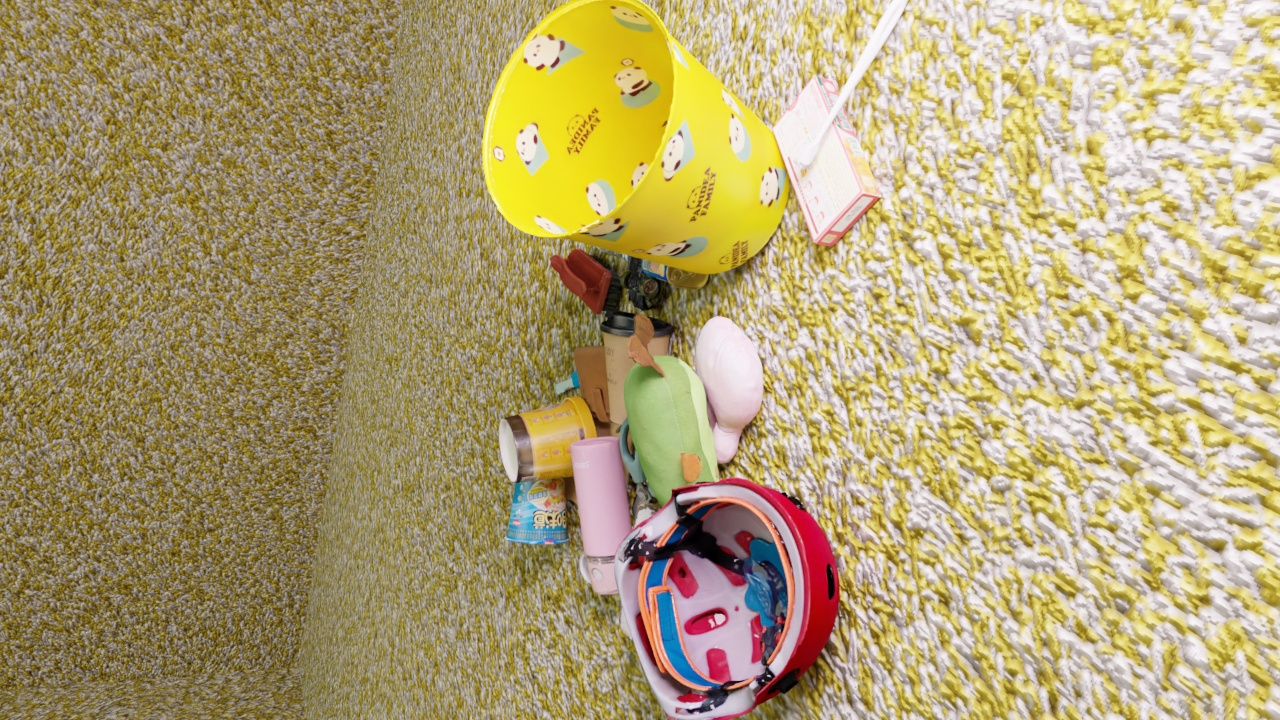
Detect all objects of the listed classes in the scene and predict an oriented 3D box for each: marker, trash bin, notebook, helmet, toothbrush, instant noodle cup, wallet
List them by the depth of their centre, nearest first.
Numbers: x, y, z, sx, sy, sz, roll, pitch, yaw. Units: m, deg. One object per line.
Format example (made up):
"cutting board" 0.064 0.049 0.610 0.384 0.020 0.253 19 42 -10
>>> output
"toothbrush" 0.197 -0.262 0.863 0.180 0.016 0.016 -59 37 18
"helmet" 0.101 0.216 0.871 0.241 0.143 0.206 -44 57 32
"trash bin" 0.012 -0.203 0.928 0.230 0.255 0.229 -8 76 36
"wallet" -0.047 0.038 1.263 0.131 0.035 0.119 -3 94 61
"marker" -0.028 -0.152 1.294 0.146 0.016 0.017 31 113 59
"instant noodle cup" -0.133 0.118 1.298 0.119 0.114 0.118 170 90 -67
"notebook" -0.065 0.148 1.322 0.208 0.008 0.148 17 101 61
"instant noodle cup" -0.151 0.215 1.378 0.099 0.099 0.110 -6 80 61

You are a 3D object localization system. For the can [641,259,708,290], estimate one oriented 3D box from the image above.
"can" 0.046 -0.143 1.116 0.083 0.057 0.102 30 111 62

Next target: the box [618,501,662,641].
"box" 0.025 0.263 1.089 0.090 0.061 0.184 25 110 61

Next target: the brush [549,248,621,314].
"brush" -0.083 -0.122 1.335 0.146 0.069 0.063 46 125 54

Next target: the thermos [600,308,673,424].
"thermos" -0.007 0.007 1.161 0.093 0.093 0.143 24 113 60

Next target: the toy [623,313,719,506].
"toy" 0.033 0.072 0.987 0.226 0.090 0.247 -107 2 -74

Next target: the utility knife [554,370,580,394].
"utility knife" -0.082 0.023 1.361 0.219 0.018 0.034 -22 68 57

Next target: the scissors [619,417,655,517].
"scissors" 0.002 0.138 1.150 0.143 0.019 0.180 45 139 20

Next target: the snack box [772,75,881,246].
"snack box" 0.180 -0.198 0.906 0.077 0.027 0.155 -49 45 47

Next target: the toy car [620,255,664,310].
"toy car" 0.014 -0.143 1.188 0.070 0.042 0.158 32 114 59

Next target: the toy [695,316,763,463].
"toy" 0.091 0.032 1.009 0.121 0.054 0.160 -120 32 -47

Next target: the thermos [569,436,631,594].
"thermos" -0.054 0.201 1.195 0.087 0.067 0.198 -2 98 42
